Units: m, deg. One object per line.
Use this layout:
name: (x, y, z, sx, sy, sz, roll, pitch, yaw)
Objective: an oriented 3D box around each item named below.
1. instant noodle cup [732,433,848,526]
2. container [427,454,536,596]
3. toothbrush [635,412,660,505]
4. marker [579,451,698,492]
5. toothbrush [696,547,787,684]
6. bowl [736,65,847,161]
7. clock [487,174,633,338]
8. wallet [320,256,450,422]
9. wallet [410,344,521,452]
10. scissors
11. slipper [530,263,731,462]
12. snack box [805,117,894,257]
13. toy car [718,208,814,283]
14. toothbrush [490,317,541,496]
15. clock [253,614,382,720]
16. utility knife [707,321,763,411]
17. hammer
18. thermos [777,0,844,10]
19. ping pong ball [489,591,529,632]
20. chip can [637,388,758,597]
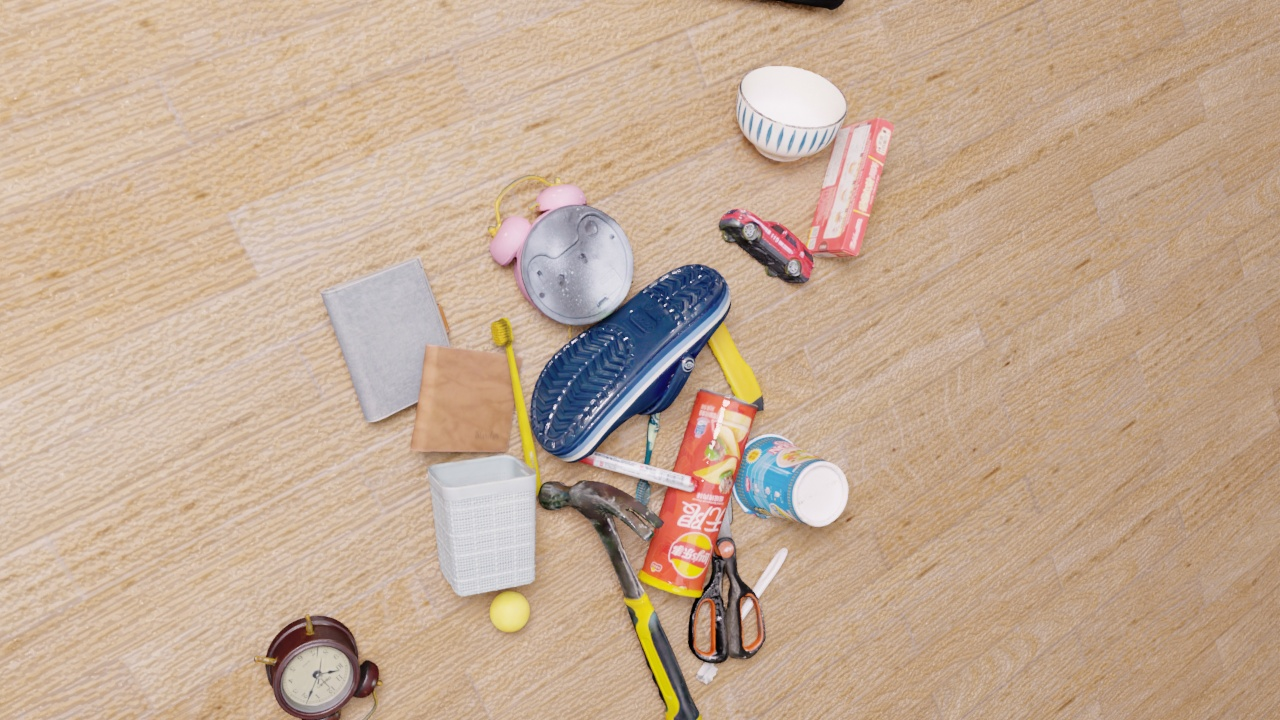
instant noodle cup: (0.169, 0.137, 1.012, 0.099, 0.110, 0.099, -2, 95, -25)
container: (-0.150, 0.158, 0.885, 0.089, 0.090, 0.111, -6, 100, -23)
toothbrush: (0.017, 0.066, 0.988, 0.016, 0.018, 0.191, 10, 91, -24)
marker: (-0.011, 0.111, 0.947, 0.145, 0.017, 0.017, 15, 88, 2)
toothbrush: (0.120, 0.293, 1.056, 0.016, 0.016, 0.180, 41, 79, -29)
bowl: (0.156, -0.257, 0.985, 0.116, 0.116, 0.066, -16, 144, -22)
clock: (-0.081, -0.109, 0.908, 0.117, 0.060, 0.158, -41, 111, -15)
wallet: (-0.229, -0.022, 0.858, 0.106, 0.037, 0.130, -27, 114, -32)
wallet: (-0.165, 0.039, 0.885, 0.115, 0.020, 0.101, 6, 93, -48)
scissors: (0.081, 0.226, 1.025, 0.139, 0.022, 0.235, -24, 95, -13)
slipper: (-0.006, 0.005, 0.936, 0.252, 0.105, 0.095, -45, 132, -11)
snack box: (0.234, -0.192, 1.031, 0.025, 0.075, 0.153, 17, 87, -24)
toy car: (0.140, -0.129, 1.009, 0.120, 0.053, 0.045, 32, 79, -26)
toothbrush: (-0.122, 0.049, 0.909, 0.016, 0.016, 0.190, -27, 116, -42)
clock: (-0.293, 0.293, 0.849, 0.082, 0.055, 0.122, -40, 110, -16)
utility knife: (0.093, -0.016, 1.017, 0.033, 0.015, 0.176, -34, 106, -23)
hammer: (0.002, 0.262, 0.955, 0.031, 0.126, 0.323, -43, 121, -44)
thermos: (0.107, -0.429, 0.957, 0.242, 0.068, 0.090, 0, 99, -24)
ping pong ball: (-0.132, 0.253, 0.925, 0.040, 0.040, 0.040, -2, 95, -24)
chip can: (0.064, 0.141, 0.986, 0.073, 0.073, 0.216, 20, 86, -24)
